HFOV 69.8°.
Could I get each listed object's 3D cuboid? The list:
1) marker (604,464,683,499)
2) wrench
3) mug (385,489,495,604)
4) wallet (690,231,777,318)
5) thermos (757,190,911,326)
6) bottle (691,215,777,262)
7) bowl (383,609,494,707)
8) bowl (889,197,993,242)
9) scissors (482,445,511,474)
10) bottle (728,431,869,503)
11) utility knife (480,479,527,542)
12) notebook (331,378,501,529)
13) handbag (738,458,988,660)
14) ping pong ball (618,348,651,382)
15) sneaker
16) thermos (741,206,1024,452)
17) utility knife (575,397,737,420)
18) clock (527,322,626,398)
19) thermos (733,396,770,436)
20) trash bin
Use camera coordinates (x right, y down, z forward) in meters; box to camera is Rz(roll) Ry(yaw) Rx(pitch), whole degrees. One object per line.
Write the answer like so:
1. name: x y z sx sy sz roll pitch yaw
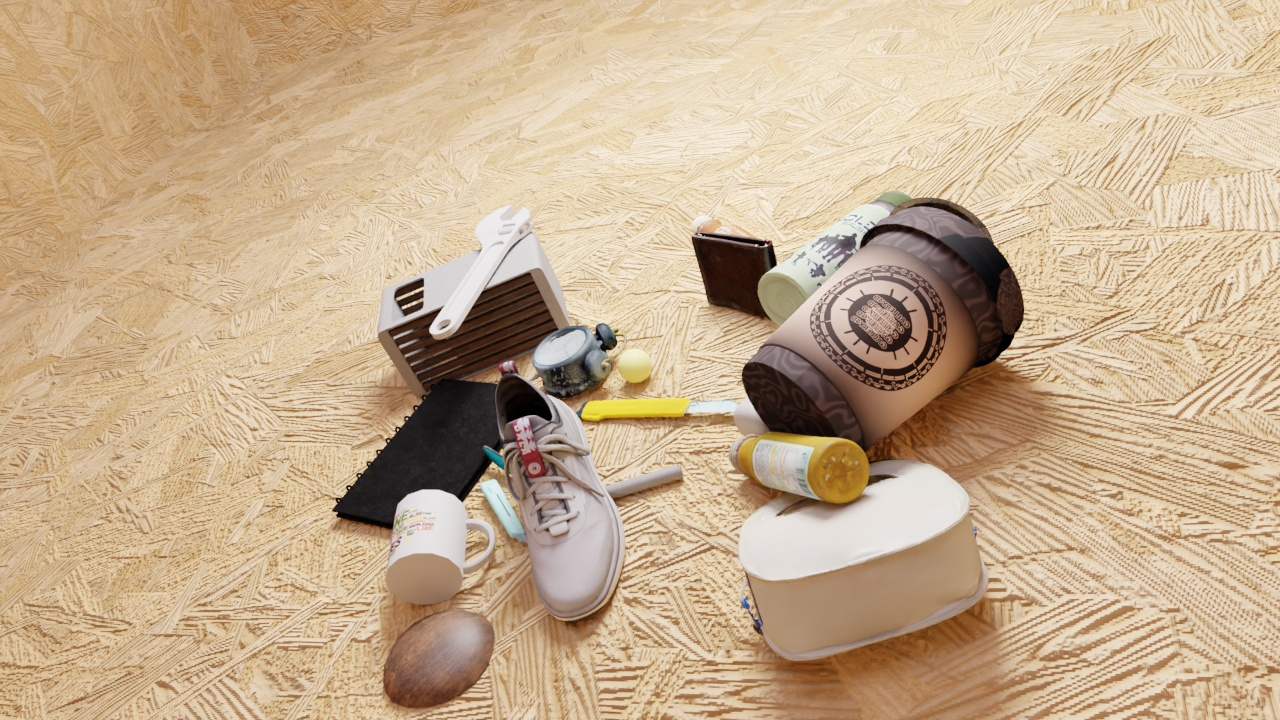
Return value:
1. marker: -0.024 0.134 0.946 0.140 0.016 0.016 -18 35 9
2. wrench: -0.212 -0.119 1.186 0.087 0.018 0.272 -4 41 27
3. mug: -0.202 0.189 0.938 0.105 0.074 0.089 2 35 -8
4. wallet: 0.117 -0.104 1.103 0.120 0.099 0.031 17 45 43
5. thermos: 0.239 -0.118 1.058 0.230 0.082 0.082 -36 36 -31
6. bottle: 0.115 -0.149 1.199 0.059 0.059 0.167 -30 35 -8
7. bowl: -0.194 0.270 0.857 0.114 0.026 0.101 -14 36 15
8. bowl: 0.324 -0.118 1.023 0.121 0.056 0.121 3 58 -4
9. scissors: -0.127 0.120 1.017 0.148 0.019 0.131 -8 42 12
10. bottle: 0.133 0.091 0.820 0.053 0.053 0.186 -35 9 -16
11. utility knife: -0.145 0.163 0.981 0.022 0.015 0.119 -3 27 -28
12. notebook: -0.247 0.108 1.108 0.169 0.019 0.230 4 44 32
13. handbag: 0.173 0.154 0.758 0.201 0.093 0.199 -19 15 8
14. ping pong ball: -0.006 0.006 1.082 0.040 0.040 0.040 -16 36 12
15. sneaker: -0.088 0.120 0.888 0.097 0.129 0.262 -22 52 6
16. thermos: 0.221 -0.016 0.866 0.225 0.173 0.173 -39 37 -17
17. utility knife: 0.016 0.054 1.025 0.207 0.018 0.030 -6 44 33
18. clock: -0.073 -0.003 1.119 0.130 0.052 0.090 -14 36 20
19. thermos: 0.184 0.003 0.963 0.223 0.052 0.052 -42 38 -23
20. trash bin: -0.223 -0.064 1.237 0.229 0.114 0.114 -22 35 3
